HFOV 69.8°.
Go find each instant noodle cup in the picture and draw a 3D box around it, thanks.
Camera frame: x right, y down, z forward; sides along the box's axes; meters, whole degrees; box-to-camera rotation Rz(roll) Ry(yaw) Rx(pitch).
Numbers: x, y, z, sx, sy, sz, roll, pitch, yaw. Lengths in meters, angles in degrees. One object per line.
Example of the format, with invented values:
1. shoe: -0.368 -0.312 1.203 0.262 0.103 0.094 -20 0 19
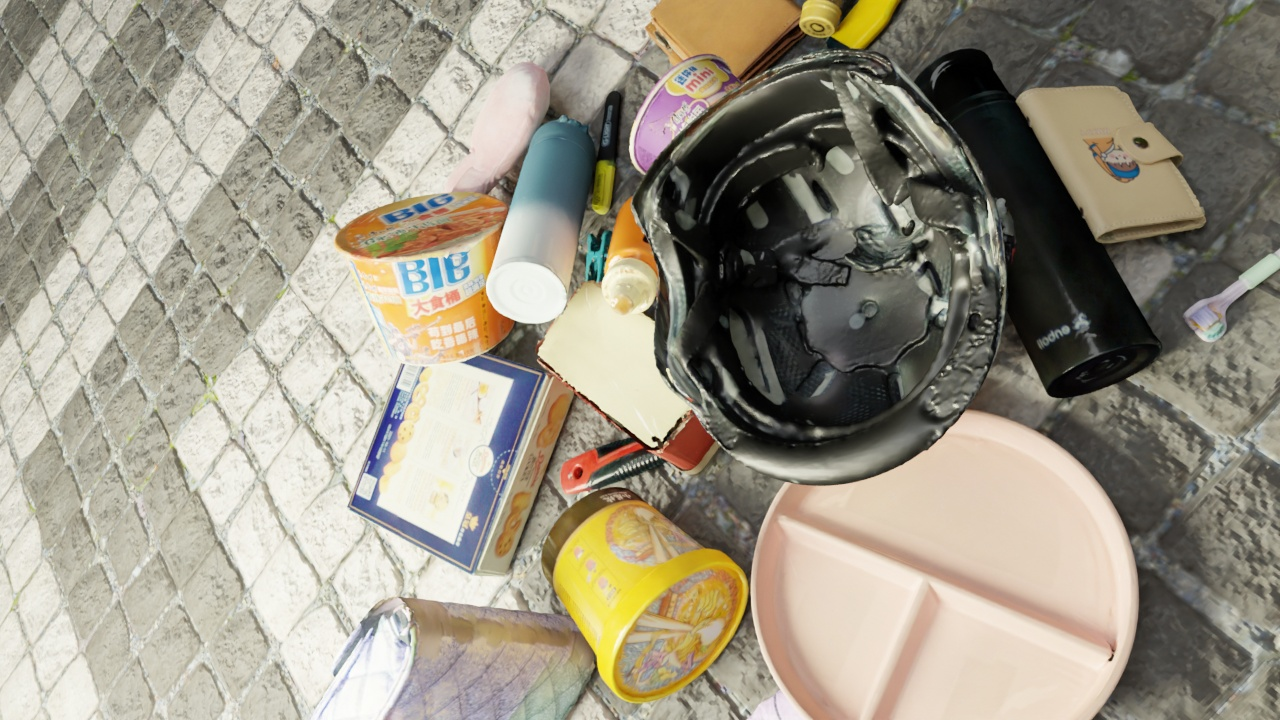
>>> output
1. instant noodle cup: -0.004 0.160 0.655 0.114 0.118 0.118 38 96 43
2. instant noodle cup: 0.064 -0.169 0.724 0.099 0.111 0.111 43 99 27
3. instant noodle cup: -0.180 -0.071 0.812 0.151 0.151 0.111 17 128 35

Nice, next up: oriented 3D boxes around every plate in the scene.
1. plate: 0.180 0.137 0.571 0.230 0.028 0.229 -15 57 24

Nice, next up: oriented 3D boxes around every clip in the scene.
1. clip: -0.037 -0.089 0.815 0.048 0.014 0.057 -2 74 30

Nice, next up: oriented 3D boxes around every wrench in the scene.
1. wrench: 0.050 0.060 0.709 0.274 0.016 0.056 -17 62 27

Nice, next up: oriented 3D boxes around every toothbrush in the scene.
1. toothbrush: 0.400 -0.081 0.527 0.189 0.029 0.021 -42 19 13

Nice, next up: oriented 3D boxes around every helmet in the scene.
1. helmet: 0.129 -0.052 0.605 0.231 0.156 0.273 -29 69 25

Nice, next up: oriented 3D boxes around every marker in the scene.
1. marker: -0.031 -0.193 0.844 0.018 0.015 0.124 -3 72 29

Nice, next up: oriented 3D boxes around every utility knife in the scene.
1. utility knife: 0.211 -0.306 0.724 0.181 0.015 0.033 -49 60 9

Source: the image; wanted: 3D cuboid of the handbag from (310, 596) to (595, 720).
1. handbag: -0.133 0.237 0.660 0.075 0.193 0.134 39 97 38

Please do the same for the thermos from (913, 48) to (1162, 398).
1. thermos: 0.245 -0.091 0.610 0.090 0.068 0.242 -50 46 47

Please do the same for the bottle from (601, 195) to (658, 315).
1. bottle: 0.002 -0.080 0.715 0.067 0.067 0.149 -21 27 26

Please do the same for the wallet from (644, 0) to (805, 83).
1. wallet: 0.071 -0.293 0.801 0.108 0.031 0.131 -42 56 11

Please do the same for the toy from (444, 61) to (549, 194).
1. toy: -0.139 -0.214 0.886 0.159 0.054 0.121 -55 26 11

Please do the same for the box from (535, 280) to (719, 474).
1. box: -0.004 0.004 0.713 0.168 0.075 0.091 36 91 41

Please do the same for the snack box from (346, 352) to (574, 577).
1. snack box: -0.165 0.079 0.823 0.183 0.045 0.178 17 84 35

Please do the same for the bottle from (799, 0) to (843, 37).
1. bottle: 0.169 -0.367 0.741 0.065 0.065 0.218 12 82 35

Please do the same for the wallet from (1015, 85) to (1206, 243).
1. wallet: 0.300 -0.128 0.579 0.087 0.024 0.115 -8 61 -15

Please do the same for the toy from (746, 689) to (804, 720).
1. toy: 0.130 0.233 0.588 0.108 0.039 0.083 27 81 37

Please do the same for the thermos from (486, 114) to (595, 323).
1. thermos: -0.079 -0.127 0.780 0.070 0.070 0.219 -21 39 26
